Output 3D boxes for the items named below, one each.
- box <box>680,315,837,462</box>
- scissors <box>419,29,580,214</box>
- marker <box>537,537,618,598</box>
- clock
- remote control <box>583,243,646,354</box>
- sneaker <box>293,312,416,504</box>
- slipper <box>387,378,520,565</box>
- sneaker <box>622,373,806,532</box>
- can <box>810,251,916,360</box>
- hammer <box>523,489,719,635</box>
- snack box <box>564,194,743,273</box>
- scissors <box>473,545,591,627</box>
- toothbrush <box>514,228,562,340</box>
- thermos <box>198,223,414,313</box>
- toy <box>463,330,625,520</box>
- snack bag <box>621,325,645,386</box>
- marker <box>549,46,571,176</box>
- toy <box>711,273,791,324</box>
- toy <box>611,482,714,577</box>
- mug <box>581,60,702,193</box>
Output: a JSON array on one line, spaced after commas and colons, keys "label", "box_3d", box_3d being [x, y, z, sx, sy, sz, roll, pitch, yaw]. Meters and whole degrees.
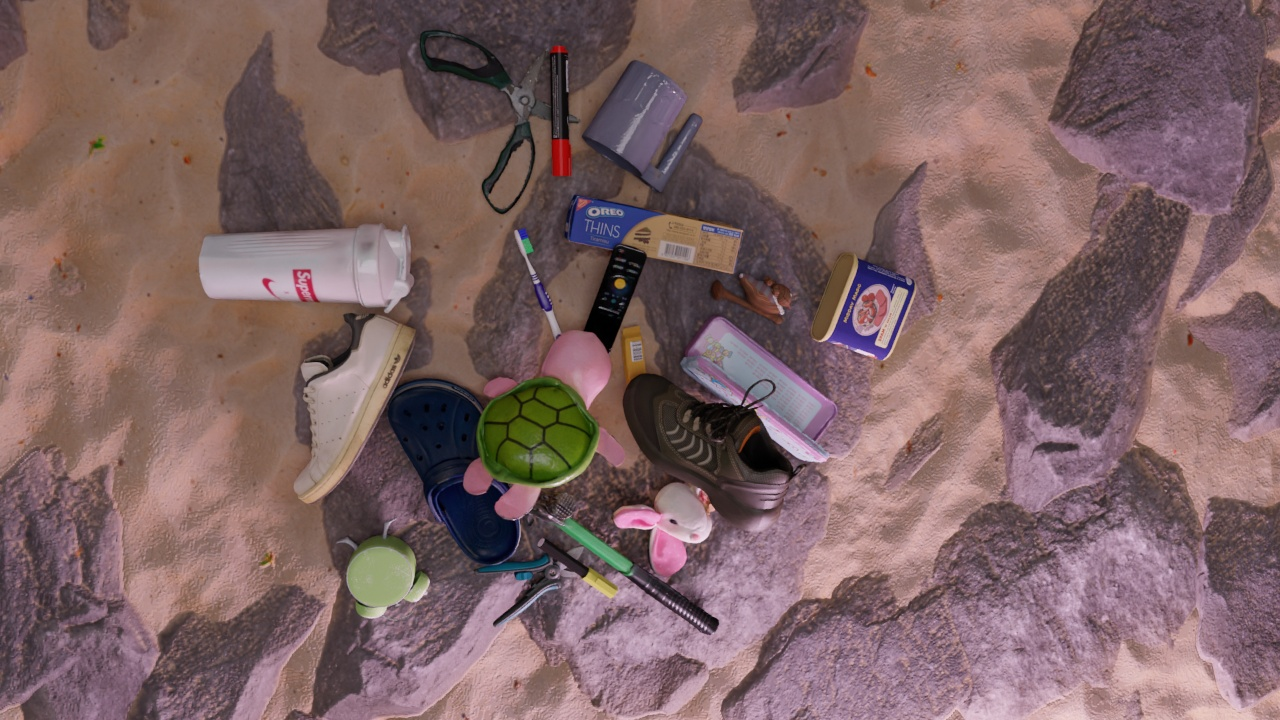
[{"label": "box", "box_3d": [0.154, 0.040, 1.133, 0.214, 0.092, 0.089, 37, 93, -13]}, {"label": "scissors", "box_3d": [-0.175, -0.282, 1.065, 0.201, 0.015, 0.202, 19, 96, -13]}, {"label": "marker", "box_3d": [-0.079, 0.263, 1.164, 0.124, 0.021, 0.017, 39, 76, -20]}, {"label": "clock", "box_3d": [-0.316, 0.265, 1.127, 0.094, 0.042, 0.119, -23, 103, -3]}, {"label": "remote control", "box_3d": [-0.035, -0.070, 1.095, 0.041, 0.020, 0.152, 17, 121, -11]}, {"label": "sneaker", "box_3d": [-0.353, 0.050, 1.054, 0.102, 0.089, 0.241, 29, 95, -18]}, {"label": "slipper", "box_3d": [-0.212, 0.137, 1.096, 0.105, 0.095, 0.253, -24, 106, -1]}, {"label": "sneaker", "box_3d": [0.087, 0.078, 1.052, 0.238, 0.100, 0.143, 41, 131, 13]}, {"label": "can", "box_3d": [0.281, -0.066, 1.153, 0.092, 0.056, 0.116, 18, 97, -13]}, {"label": "hammer", "box_3d": [-0.020, 0.257, 1.147, 0.318, 0.130, 0.032, 40, 64, -23]}, {"label": "snack box", "box_3d": [0.015, -0.153, 1.097, 0.206, 0.056, 0.057, 10, 101, -11]}, {"label": "scissors", "box_3d": [-0.141, 0.283, 1.164, 0.155, 0.019, 0.124, 16, 92, -18]}, {"label": "toothbrush", "box_3d": [-0.115, -0.071, 1.113, 0.016, 0.015, 0.187, -22, 103, -9]}, {"label": "thermos", "box_3d": [-0.370, -0.104, 1.033, 0.220, 0.099, 0.099, -1, 100, -4]}, {"label": "toy", "box_3d": [-0.108, 0.071, 1.054, 0.190, 0.088, 0.237, 28, 64, 16]}, {"label": "snack bag", "box_3d": [-0.007, 0.007, 1.140, 0.026, 0.020, 0.099, -10, 102, -15]}, {"label": "marker", "box_3d": [-0.093, -0.288, 1.066, 0.023, 0.021, 0.145, -12, 106, -46]}, {"label": "toy", "box_3d": [0.144, -0.081, 1.138, 0.101, 0.041, 0.055, 24, 118, -20]}, {"label": "toy", "box_3d": [0.069, 0.181, 1.149, 0.194, 0.084, 0.159, -33, 131, -4]}, {"label": "mug", "box_3d": [0.008, -0.271, 1.070, 0.124, 0.084, 0.104, 30, 92, -36]}]
